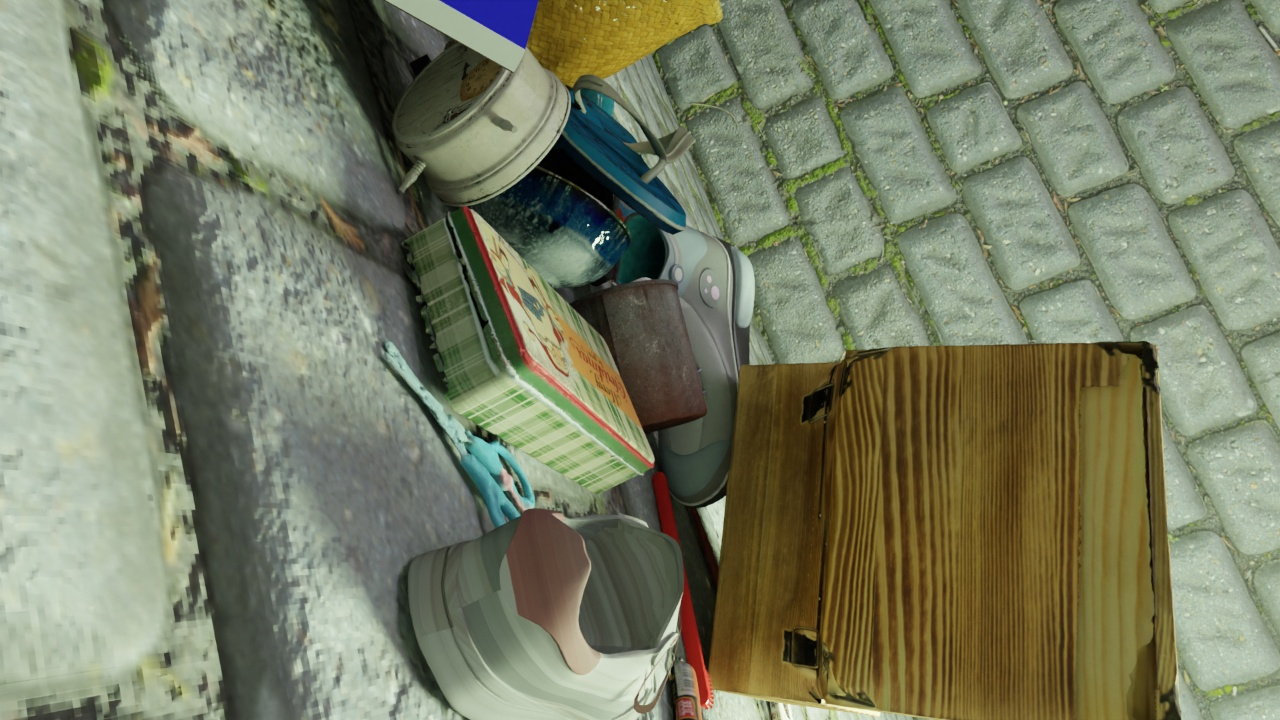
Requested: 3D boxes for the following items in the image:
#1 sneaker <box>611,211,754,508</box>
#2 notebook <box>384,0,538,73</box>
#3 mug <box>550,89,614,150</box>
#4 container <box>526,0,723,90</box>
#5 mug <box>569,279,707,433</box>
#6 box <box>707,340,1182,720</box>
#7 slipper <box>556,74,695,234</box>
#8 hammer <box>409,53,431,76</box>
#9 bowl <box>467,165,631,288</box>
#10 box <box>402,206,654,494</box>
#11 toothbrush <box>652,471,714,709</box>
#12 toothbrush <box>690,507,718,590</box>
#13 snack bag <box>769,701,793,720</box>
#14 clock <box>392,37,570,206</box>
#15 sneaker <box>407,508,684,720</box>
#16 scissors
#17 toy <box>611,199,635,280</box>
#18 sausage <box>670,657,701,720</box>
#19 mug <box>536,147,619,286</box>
[{"bbox_3d":[0.027,-0.003,0.812,0.160,0.093,0.256,20,70,-53],"label":"sneaker"},{"bbox_3d":[-0.138,-0.242,0.525,0.171,0.022,0.208,26,28,-17],"label":"notebook"},{"bbox_3d":[-0.064,-0.232,0.940,0.121,0.078,0.078,-94,159,-44],"label":"mug"},{"bbox_3d":[-0.083,-0.394,0.816,0.307,0.197,0.306,56,15,-23],"label":"container"},{"bbox_3d":[-0.004,0.004,0.713,0.123,0.096,0.110,95,-13,-81],"label":"mug"},{"bbox_3d":[0.245,0.153,0.753,0.286,0.337,0.278,39,55,-55],"label":"box"},{"bbox_3d":[-0.016,-0.183,0.728,0.118,0.060,0.294,30,18,-20],"label":"slipper"},{"bbox_3d":[-0.135,-0.242,0.775,0.324,0.015,0.095,-93,158,-60],"label":"hammer"},{"bbox_3d":[-0.069,-0.078,0.603,0.060,0.114,0.114,-65,154,-10],"label":"bowl"},{"bbox_3d":[-0.059,0.002,0.551,0.205,0.051,0.117,49,18,-59],"label":"box"},{"bbox_3d":[0.033,0.179,0.743,0.018,0.012,0.212,56,16,-44],"label":"toothbrush"},{"bbox_3d":[0.076,0.201,0.879,0.016,0.016,0.189,41,28,-66],"label":"toothbrush"},{"bbox_3d":[0.143,0.372,0.871,0.157,0.013,0.057,-96,161,-55],"label":"snack bag"},{"bbox_3d":[-0.101,-0.166,0.559,0.061,0.104,0.156,47,30,-42],"label":"clock"},{"bbox_3d":[-0.012,0.124,0.446,0.236,0.089,0.099,44,26,-63],"label":"sneaker"},{"bbox_3d":[-0.089,0.047,0.453,0.141,0.015,0.076,51,16,-38],"label":"scissors"},{"bbox_3d":[-0.033,-0.135,0.864,0.176,0.096,0.112,25,38,-57],"label":"toy"},{"bbox_3d":[0.032,0.251,0.584,0.155,0.020,0.020,-94,158,-58],"label":"sausage"},{"bbox_3d":[-0.052,-0.115,0.741,0.113,0.078,0.087,64,12,-12],"label":"mug"}]
